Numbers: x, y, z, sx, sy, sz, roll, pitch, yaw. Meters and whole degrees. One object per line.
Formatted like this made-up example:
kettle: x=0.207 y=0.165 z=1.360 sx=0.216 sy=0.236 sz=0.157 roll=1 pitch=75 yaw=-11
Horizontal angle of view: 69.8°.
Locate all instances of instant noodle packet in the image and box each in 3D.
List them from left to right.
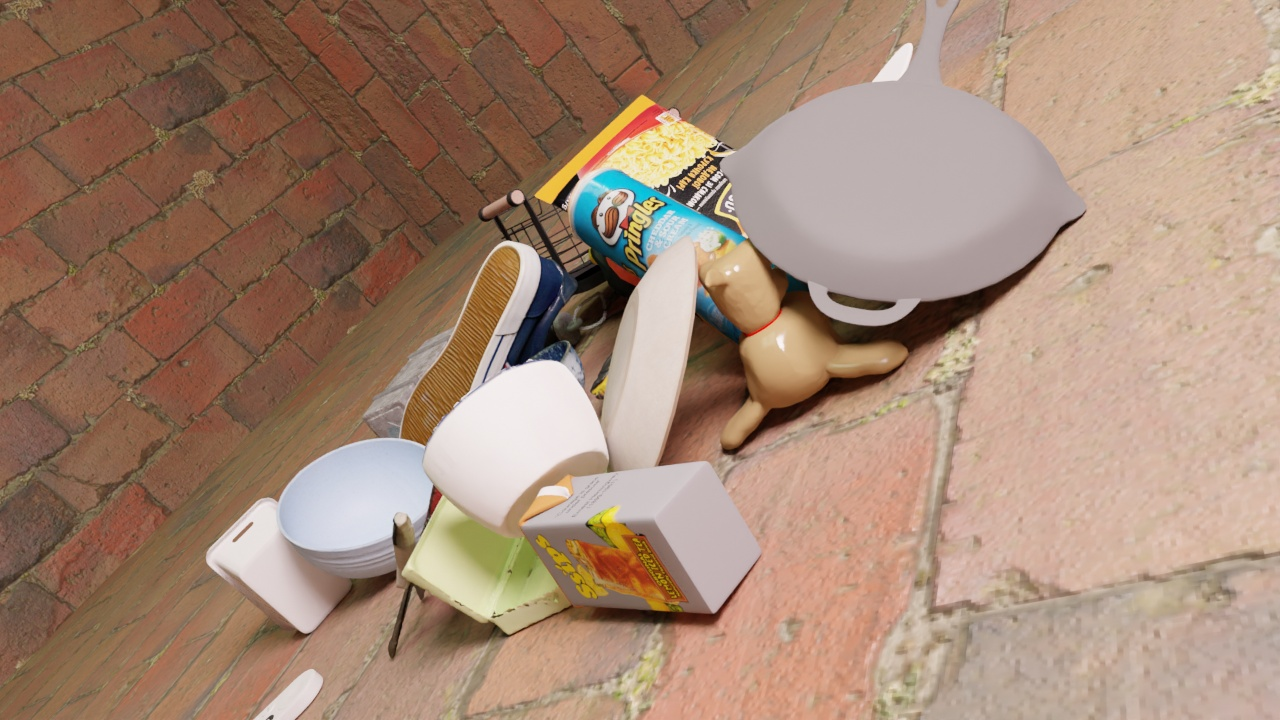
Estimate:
instant noodle packet: x=0.038 y=-0.152 z=0.850 sx=0.159 sy=0.221 sz=0.032 roll=-48 pitch=-20 yaw=-22

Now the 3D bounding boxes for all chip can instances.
chip can: x=0.035 y=-0.081 z=0.720 sx=0.079 sy=0.080 sz=0.229 roll=-44 pitch=48 yaw=-10

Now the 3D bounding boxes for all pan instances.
pan: x=0.174 y=-0.162 z=0.588 sx=0.217 sy=0.024 sz=0.353 roll=11 pitch=54 yaw=18

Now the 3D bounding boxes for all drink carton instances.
drink carton: x=-0.004 y=0.098 z=0.506 sx=0.125 sy=0.076 sz=0.048 roll=-15 pitch=21 yaw=49

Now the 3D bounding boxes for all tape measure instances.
tape measure: x=-0.005 y=0.005 z=0.792 sx=0.063 sy=0.038 sz=0.067 roll=-41 pitch=13 yaw=28

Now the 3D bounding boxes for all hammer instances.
hammer: x=-0.174 y=0.001 z=1.101 sx=0.327 sy=0.079 sz=0.176 roll=-22 pitch=25 yaw=32

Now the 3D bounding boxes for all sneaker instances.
sneaker: x=-0.152 y=0.022 z=0.959 sx=0.121 sy=0.127 sz=0.295 roll=43 pitch=107 yaw=45

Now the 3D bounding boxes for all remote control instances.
remote control: x=-0.313 y=0.306 z=0.744 sx=0.136 sy=0.013 sz=0.043 roll=-44 pitch=18 yaw=-10

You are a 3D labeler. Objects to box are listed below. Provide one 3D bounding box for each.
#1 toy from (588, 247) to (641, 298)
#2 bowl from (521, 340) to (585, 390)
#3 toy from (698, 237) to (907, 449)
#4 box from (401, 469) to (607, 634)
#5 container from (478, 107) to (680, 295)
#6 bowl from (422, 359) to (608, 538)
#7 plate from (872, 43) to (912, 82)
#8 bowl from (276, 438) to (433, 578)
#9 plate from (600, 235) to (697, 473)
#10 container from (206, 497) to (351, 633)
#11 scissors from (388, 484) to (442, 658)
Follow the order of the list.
toy: x=0.009 y=-0.117 z=0.923 sx=0.097 sy=0.099 sz=0.119 roll=-10 pitch=-31 yaw=-23
bowl: x=-0.090 y=0.041 z=0.838 sx=0.114 sy=0.061 sz=0.114 roll=-37 pitch=16 yaw=13
toy: x=0.082 y=-0.022 z=0.573 sx=0.134 sy=0.108 sz=0.105 roll=-31 pitch=8 yaw=29
box: x=-0.080 y=0.110 z=0.662 sx=0.130 sy=0.064 sz=0.187 roll=7 pitch=32 yaw=5
container: x=-0.045 y=-0.178 z=1.074 sx=0.240 sy=0.130 sz=0.163 roll=-34 pitch=13 yaw=-25
bowl: x=-0.072 y=0.062 z=0.585 sx=0.116 sy=0.065 sz=0.116 roll=-33 pitch=-26 yaw=-19
plate: x=0.149 y=-0.154 z=0.723 sx=0.208 sy=0.015 sz=0.208 roll=-62 pitch=1 yaw=2
bowl: x=-0.250 y=0.147 z=0.853 sx=0.150 sy=0.075 sz=0.150 roll=-5 pitch=35 yaw=3
plate: x=-0.001 y=0.006 z=0.622 sx=0.189 sy=0.027 sz=0.188 roll=-169 pitch=91 yaw=-82
container: x=-0.337 y=0.202 z=0.877 sx=0.050 sy=0.129 sz=0.080 roll=11 pitch=52 yaw=46
scissors: x=-0.161 y=0.129 z=0.666 sx=0.179 sy=0.015 sz=0.198 roll=113 pitch=172 yaw=-87
